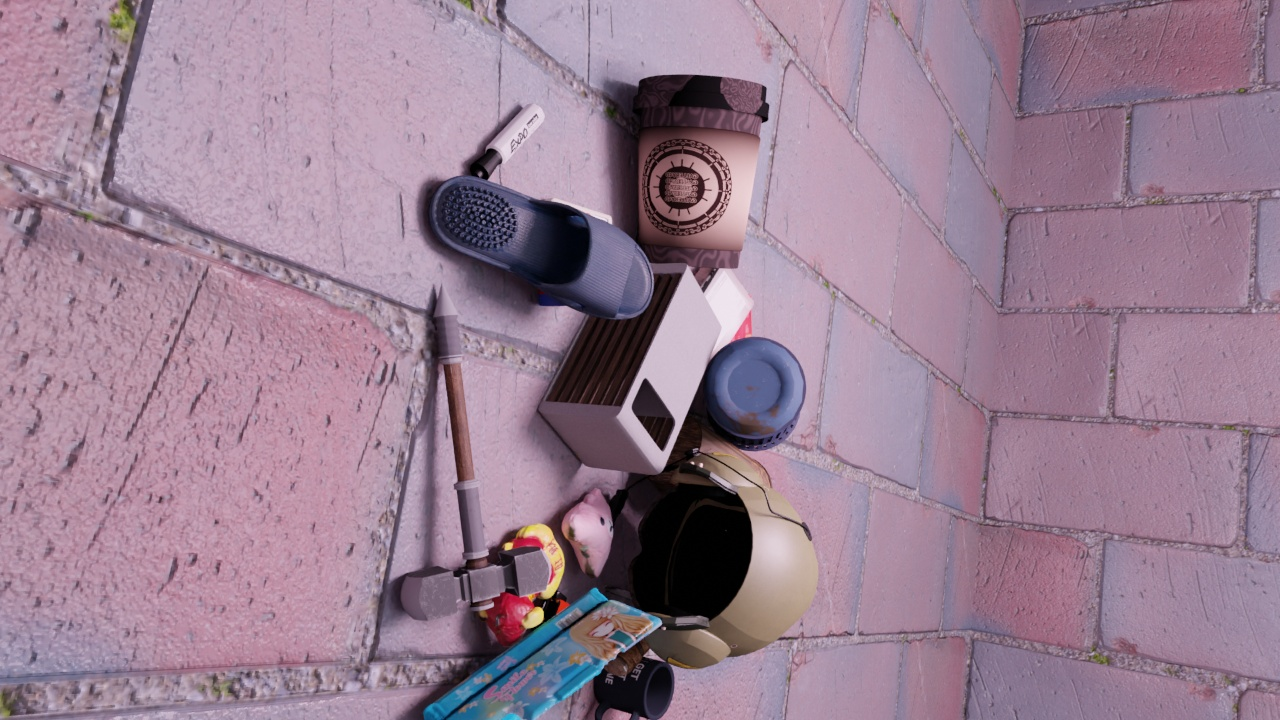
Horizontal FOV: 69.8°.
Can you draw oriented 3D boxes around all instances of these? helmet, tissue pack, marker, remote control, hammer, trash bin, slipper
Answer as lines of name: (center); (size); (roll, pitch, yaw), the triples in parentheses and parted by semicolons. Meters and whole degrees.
helmet: (0.080, 0.242, 1.104); (0.232, 0.256, 0.250); (30, 68, -44)
tissue pack: (0.085, -0.051, 1.301); (0.104, 0.071, 0.180); (54, 46, -23)
marker: (-0.142, -0.231, 0.974); (0.125, 0.025, 0.025); (-58, 136, -36)
remote control: (-0.073, -0.163, 1.088); (0.125, 0.018, 0.038); (5, 87, -57)
hammer: (-0.177, 0.085, 0.910); (0.155, 0.043, 0.322); (-7, 90, -32)
hammer: (0.057, 0.322, 1.234); (0.317, 0.122, 0.049); (-30, 118, -47)
trash bin: (-0.007, 0.006, 1.109); (0.114, 0.115, 0.228); (56, 48, -42)
trash bin: (0.153, 0.048, 1.242); (0.249, 0.139, 0.139); (49, 47, -80)
slipper: (-0.083, -0.118, 0.936); (0.263, 0.083, 0.101); (21, 83, -29)

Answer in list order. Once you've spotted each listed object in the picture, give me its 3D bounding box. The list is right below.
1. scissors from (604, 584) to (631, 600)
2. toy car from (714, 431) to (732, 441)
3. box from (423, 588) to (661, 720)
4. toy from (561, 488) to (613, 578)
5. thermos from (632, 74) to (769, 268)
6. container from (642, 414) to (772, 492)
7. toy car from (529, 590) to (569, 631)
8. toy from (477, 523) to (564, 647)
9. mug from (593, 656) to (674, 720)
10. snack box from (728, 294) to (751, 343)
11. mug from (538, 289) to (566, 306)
scissors: (-0.005, 0.325, 1.222); (0.171, 0.014, 0.090); (0, 91, -59)
toy car: (0.121, 0.147, 1.383); (0.048, 0.033, 0.105); (36, 58, -49)
box: (-0.106, 0.317, 0.935); (0.226, 0.173, 0.083); (-29, 77, -35)
toy: (-0.059, 0.198, 1.102); (0.095, 0.053, 0.099); (-68, 147, -47)
thermos: (0.071, -0.236, 1.176); (0.172, 0.173, 0.226); (-8, 105, -56)
container: (0.083, 0.155, 1.251); (0.167, 0.132, 0.132); (43, 57, -42)
toy car: (-0.083, 0.310, 1.072); (0.100, 0.049, 0.051); (53, 50, -43)
toy: (-0.126, 0.236, 0.997); (0.105, 0.067, 0.137); (63, 36, -32)
mug: (-0.015, 0.421, 1.154); (0.104, 0.078, 0.071); (-51, 132, -42)
snack box: (0.145, -0.034, 1.417); (0.089, 0.021, 0.133); (-11, 101, -55)
mug: (-0.060, -0.103, 1.031); (0.075, 0.112, 0.076); (-105, -168, -82)
